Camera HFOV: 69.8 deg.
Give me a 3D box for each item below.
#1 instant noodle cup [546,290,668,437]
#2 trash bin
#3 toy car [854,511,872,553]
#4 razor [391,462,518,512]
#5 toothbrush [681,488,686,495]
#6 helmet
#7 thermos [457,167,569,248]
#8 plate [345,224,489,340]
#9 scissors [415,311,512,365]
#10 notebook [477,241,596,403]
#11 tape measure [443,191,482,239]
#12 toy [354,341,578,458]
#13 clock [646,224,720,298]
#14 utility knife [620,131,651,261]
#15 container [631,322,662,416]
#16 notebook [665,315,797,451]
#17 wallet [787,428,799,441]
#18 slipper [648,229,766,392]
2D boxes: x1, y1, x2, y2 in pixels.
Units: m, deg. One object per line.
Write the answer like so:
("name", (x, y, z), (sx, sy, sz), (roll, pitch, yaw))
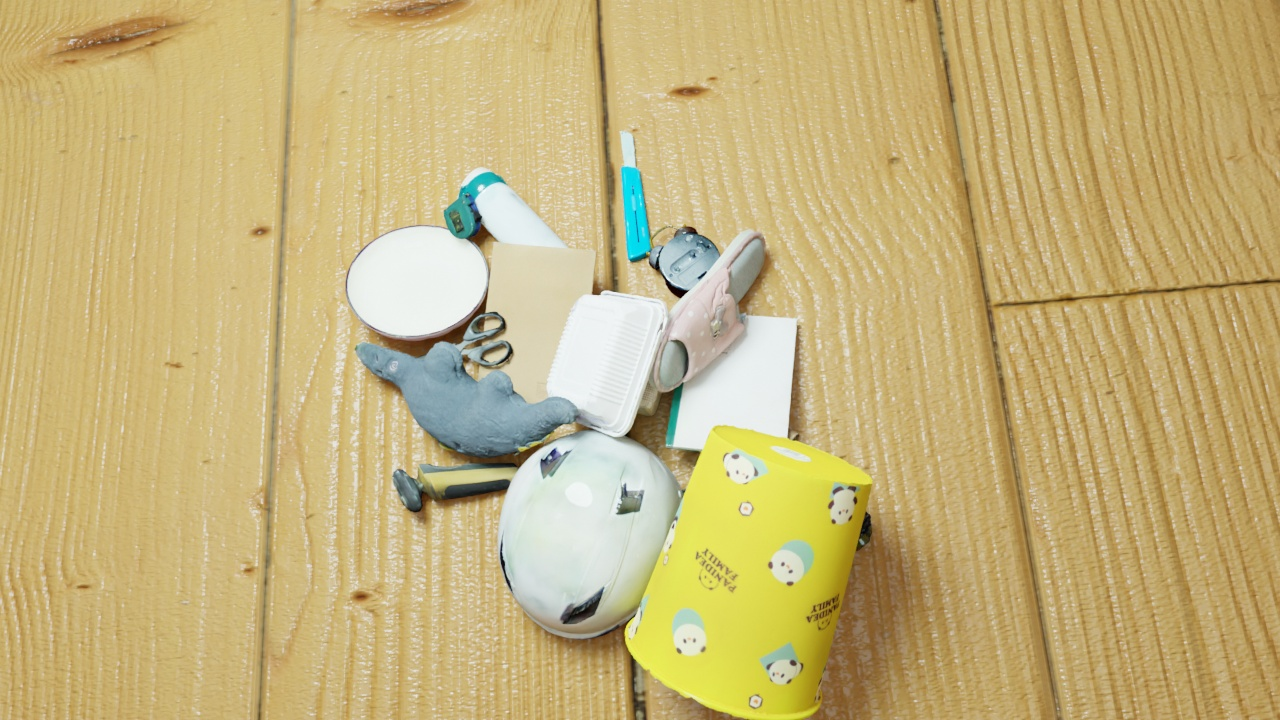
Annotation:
("instant noodle cup", (-0.051, -0.005, 1.120), (0.138, 0.060, 0.173), (15, 87, 47))
("trash bin", (0.127, 0.220, 1.012), (0.230, 0.229, 0.255), (18, 97, 9))
("toy car", (0.217, 0.232, 1.137), (0.158, 0.042, 0.070), (-37, 75, -7))
("razor", (-0.236, 0.161, 1.192), (0.167, 0.062, 0.067), (-6, 42, -2))
("toothbrush", (0.132, 0.157, 1.180), (0.181, 0.018, 0.015), (-12, 77, 3))
("helmet", (-0.073, 0.202, 1.104), (0.229, 0.146, 0.258), (25, 79, 18))
("thermos", (-0.163, -0.179, 1.271), (0.073, 0.073, 0.224), (-42, 75, -7))
("plate", (-0.302, -0.101, 1.256), (0.192, 0.039, 0.192), (1, 57, -2))
("scissors", (-0.255, -0.019, 1.239), (0.173, 0.014, 0.142), (19, 95, 18))
("notebook", (-0.139, -0.046, 1.215), (0.150, 0.012, 0.211), (7, 92, 18))
("tape measure", (-0.245, -0.195, 1.261), (0.058, 0.025, 0.054), (-27, 88, 40))
("toy", (-0.224, 0.057, 1.177), (0.357, 0.138, 0.091), (18, 41, 26))
("clock", (0.060, -0.135, 1.244), (0.082, 0.055, 0.122), (-38, 74, -5))
("utility knife", (-0.011, -0.236, 1.298), (0.034, 0.018, 0.202), (-7, 73, 3))
("container", (-0.007, 0.007, 1.195), (0.090, 0.090, 0.110), (14, 79, 8))
("notebook", (0.120, 0.027, 1.182), (0.150, 0.012, 0.208), (4, 58, 11))
("wallet", (0.130, 0.098, 1.162), (0.115, 0.033, 0.090), (29, 62, 31))
("slipper", (0.098, -0.062, 1.174), (0.054, 0.114, 0.273), (21, 56, 29))
